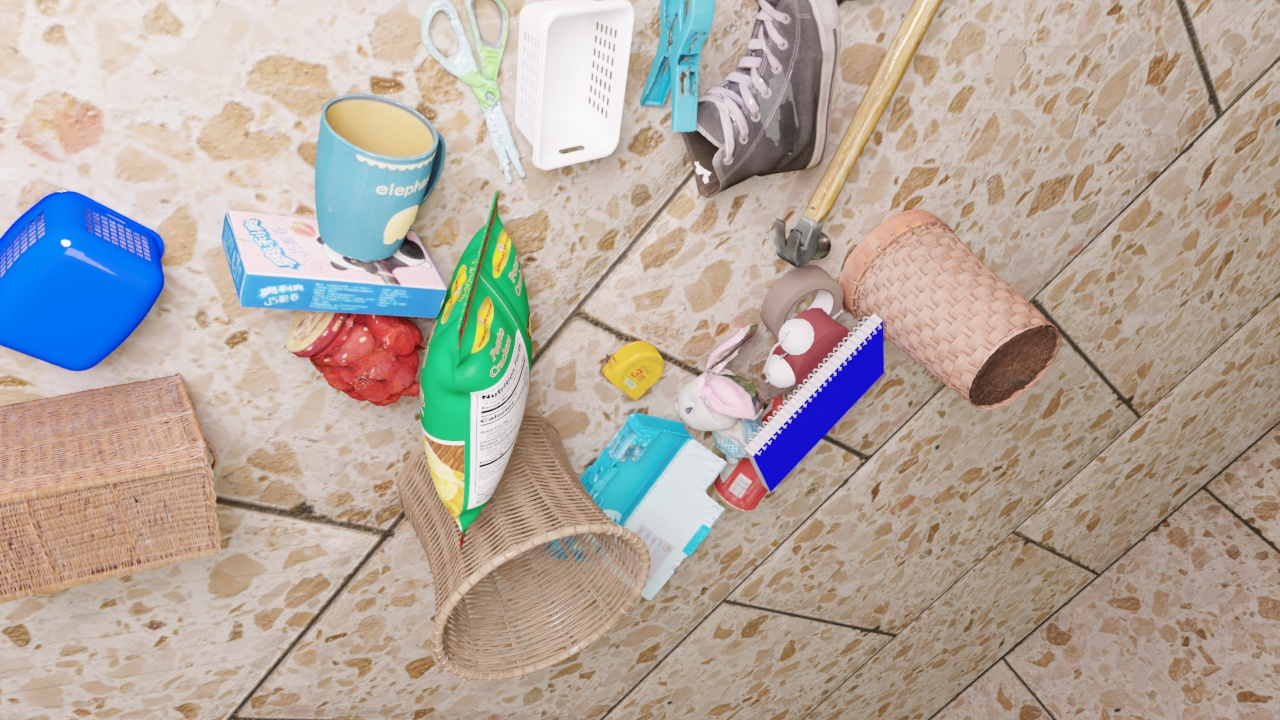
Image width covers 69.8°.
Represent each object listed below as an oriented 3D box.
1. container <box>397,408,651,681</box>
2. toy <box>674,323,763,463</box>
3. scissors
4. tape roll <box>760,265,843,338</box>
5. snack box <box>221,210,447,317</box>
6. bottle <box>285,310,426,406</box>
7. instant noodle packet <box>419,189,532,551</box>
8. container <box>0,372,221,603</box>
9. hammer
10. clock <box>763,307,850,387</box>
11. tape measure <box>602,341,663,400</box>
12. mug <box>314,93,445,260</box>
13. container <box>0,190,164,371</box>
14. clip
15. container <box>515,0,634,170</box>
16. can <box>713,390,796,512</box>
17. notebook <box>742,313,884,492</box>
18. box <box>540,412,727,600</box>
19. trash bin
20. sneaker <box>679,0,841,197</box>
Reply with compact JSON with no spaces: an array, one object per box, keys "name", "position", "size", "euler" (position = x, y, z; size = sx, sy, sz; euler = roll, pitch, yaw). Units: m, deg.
[{"name":"container","position":[-0.134,0.181,0.953],"size":[0.226,0.196,0.227],"euler":[-19,137,-18]},{"name":"toy","position":[0.095,0.055,1.090],"size":[0.106,0.130,0.206],"euler":[-1,147,7]},{"name":"scissors","position":[-0.116,-0.210,0.726],"size":[0.072,0.033,0.176],"euler":[-29,144,-11]},{"name":"tape roll","position":[0.187,-0.063,1.063],"size":[0.093,0.030,0.094],"euler":[-19,137,-18]},{"name":"snack box","position":[-0.238,-0.074,0.718],"size":[0.154,0.088,0.033],"euler":[2,127,-35]},{"name":"bottle","position":[-0.231,-0.016,0.785],"size":[0.099,0.099,0.111],"euler":[-43,129,9]},{"name":"instant noodle packet","position":[-0.142,0.010,0.800],"size":[0.090,0.195,0.253],"euler":[6,131,-3]},{"name":"container","position":[-0.443,0.099,0.728],"size":[0.198,0.112,0.114],"euler":[-11,134,-26]},{"name":"hammer","position":[0.221,-0.239,0.894],"size":[0.132,0.033,0.331],"euler":[-18,138,-57]},{"name":"clock","position":[0.186,-0.014,1.039],"size":[0.124,0.044,0.087],"euler":[-14,135,-36]},{"name":"tape measure","position":[-0.006,0.006,0.999],"size":[0.059,0.030,0.068],"euler":[-42,142,8]},{"name":"mug","position":[-0.195,-0.138,0.702],"size":[0.111,0.084,0.104],"euler":[-35,157,-48]},{"name":"container","position":[-0.403,-0.051,0.651],"size":[0.114,0.058,0.096],"euler":[-44,139,10]},{"name":"clip","position":[0.038,-0.246,0.739],"size":[0.028,0.113,0.127],"euler":[-12,122,-30]},{"name":"container","position":[-0.057,-0.222,0.719],"size":[0.080,0.049,0.129],"euler":[-21,139,-31]},{"name":"can","position":[0.163,0.121,1.197],"size":[0.067,0.067,0.170],"euler":[10,123,-40]},{"name":"notebook","position":[0.208,0.054,1.073],"size":[0.209,0.022,0.171],"euler":[-45,154,-6]},{"name":"box","position":[-0.001,0.178,1.139],"size":[0.180,0.074,0.227],"euler":[27,113,-21]},{"name":"trash bin","position":[0.347,-0.054,1.043],"size":[0.151,0.210,0.151],"euler":[-18,137,-18]},{"name":"sneaker","position":[0.094,-0.247,0.780],"size":[0.119,0.095,0.235],"euler":[-24,146,-13]}]
